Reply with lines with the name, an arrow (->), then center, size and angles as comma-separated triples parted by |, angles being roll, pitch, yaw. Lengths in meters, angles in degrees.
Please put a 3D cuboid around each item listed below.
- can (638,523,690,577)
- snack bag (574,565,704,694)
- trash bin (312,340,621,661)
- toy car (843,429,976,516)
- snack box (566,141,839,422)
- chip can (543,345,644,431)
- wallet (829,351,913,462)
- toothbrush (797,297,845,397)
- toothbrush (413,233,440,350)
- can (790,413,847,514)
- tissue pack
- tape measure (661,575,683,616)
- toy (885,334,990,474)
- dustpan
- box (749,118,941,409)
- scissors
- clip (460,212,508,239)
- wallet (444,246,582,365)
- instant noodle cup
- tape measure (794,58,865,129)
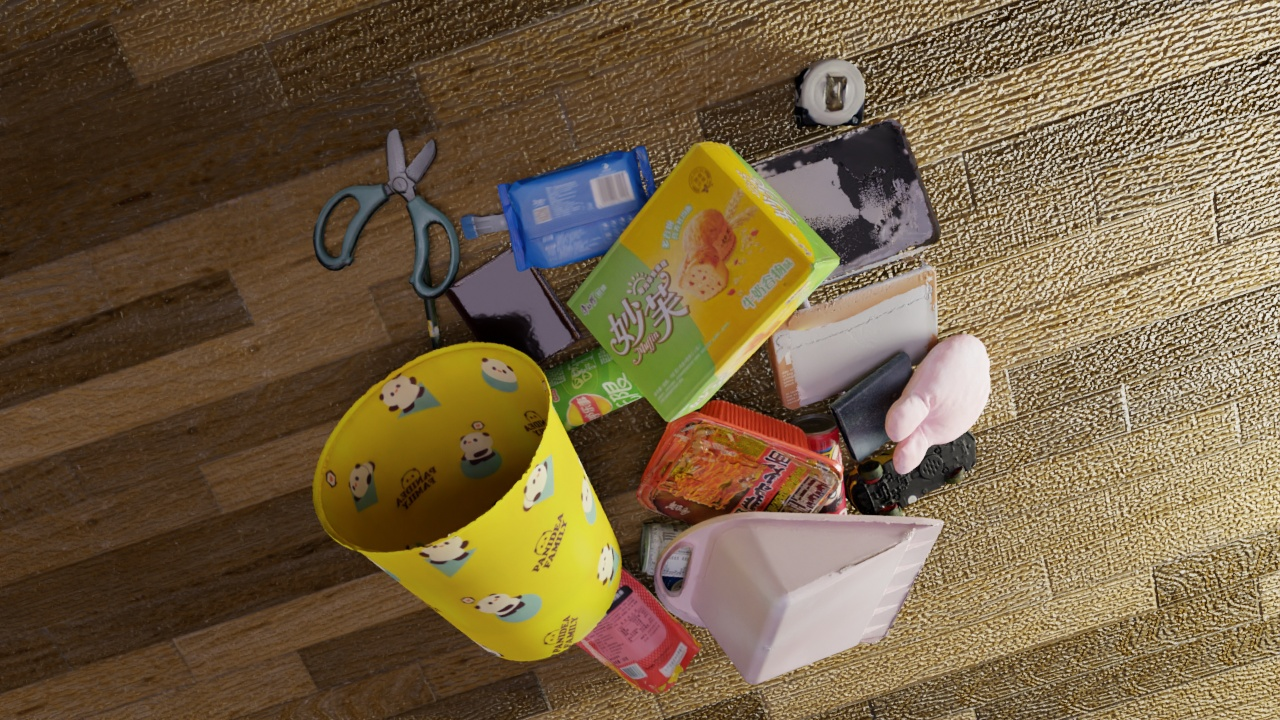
can -> 0.074, 0.218, 1.038 | 0.146, 0.058, 0.058 | 6, 108, -5
snack bag -> -0.035, 0.294, 1.057 | 0.208, 0.073, 0.129 | 43, 112, -11
trash bin -> -0.145, 0.151, 0.889 | 0.230, 0.229, 0.255 | -23, 133, 4
toy car -> 0.305, 0.124, 1.030 | 0.156, 0.041, 0.071 | -28, 108, -3
snack box -> 0.052, -0.070, 0.842 | 0.157, 0.069, 0.211 | 49, 118, 14
chip can -> -0.006, 0.006, 0.955 | 0.221, 0.072, 0.072 | -24, 108, 5
wallet -> 0.257, 0.053, 0.984 | 0.097, 0.019, 0.121 | -36, 138, -1
toothbrush -> 0.193, -0.025, 0.987 | 0.021, 0.029, 0.189 | -13, 112, 40
toothbrush -> -0.216, -0.042, 0.957 | 0.012, 0.017, 0.186 | -5, 107, 0
can -> 0.198, 0.130, 1.020 | 0.053, 0.053, 0.133 | -10, 108, -1
tissue pack -> -0.058, -0.149, 0.910 | 0.157, 0.052, 0.095 | -16, 107, -1
tape measure -> 0.053, 0.266, 1.070 | 0.054, 0.025, 0.058 | -21, 112, 1
toy -> 0.309, 0.045, 0.959 | 0.159, 0.054, 0.121 | -36, 126, -24
dustpan -> 0.164, 0.233, 1.008 | 0.272, 0.139, 0.223 | -13, 135, -28
box -> 0.199, -0.086, 0.910 | 0.179, 0.124, 0.274 | -19, 110, -3
scissors -> -0.260, -0.140, 0.913 | 0.179, 0.019, 0.172 | -8, 101, 6
clip -> -0.153, -0.139, 0.928 | 0.057, 0.029, 0.025 | -8, 106, 9
wallet -> -0.132, -0.049, 0.958 | 0.096, 0.020, 0.122 | -32, 106, 2
instant noodle cup -> 0.101, 0.116, 0.974 | 0.189, 0.078, 0.165 | 19, 132, -7
tape measure -> 0.185, -0.262, 0.900 | 0.065, 0.033, 0.066 | -5, 109, -4
